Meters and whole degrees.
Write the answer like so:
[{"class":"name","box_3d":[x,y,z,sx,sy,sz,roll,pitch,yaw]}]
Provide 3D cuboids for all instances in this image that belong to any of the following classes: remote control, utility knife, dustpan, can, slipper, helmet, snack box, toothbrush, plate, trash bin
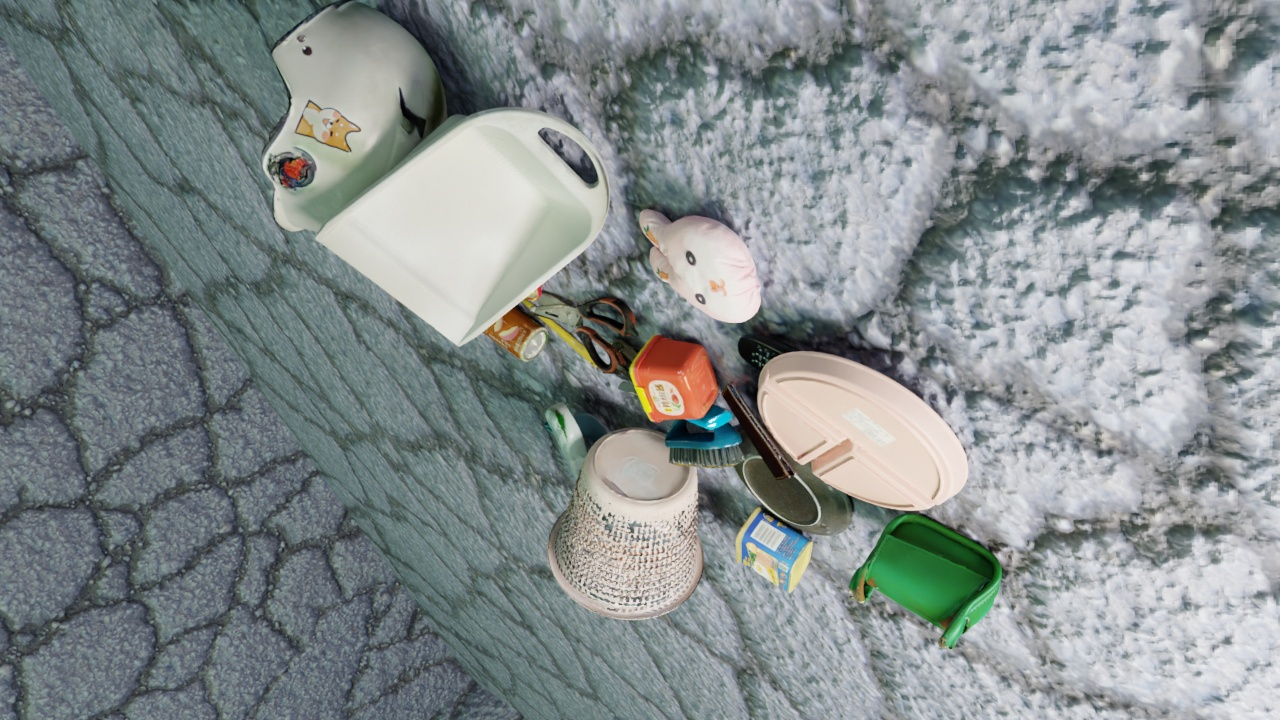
[{"class":"remote control","box_3d":[0.163,0.009,0.952,0.136,0.024,0.053,30,149,22]},{"class":"utility knife","box_3d":[0.033,0.050,1.154,0.216,0.034,0.018,18,137,53]},{"class":"dustpan","box_3d":[-0.167,-0.150,0.988,0.222,0.257,0.143,41,176,-37]},{"class":"can","box_3d":[-0.203,-0.058,1.314,0.147,0.057,0.058,34,149,21]},{"class":"slipper","box_3d":[-0.082,0.120,1.353,0.104,0.074,0.246,60,173,23]},{"class":"helmet","box_3d":[-0.307,-0.258,1.047,0.157,0.229,0.275,18,113,4]},{"class":"snack box","box_3d":[0.043,0.022,1.078,0.080,0.081,0.091,3,132,34]},{"class":"toothbrush","box_3d":[-0.130,-0.052,1.269,0.190,0.016,0.016,39,151,12]},{"class":"plate","box_3d":[0.175,0.153,1.117,0.179,0.024,0.180,32,148,23]},{"class":"trash bin","box_3d":[-0.010,0.208,1.262,0.227,0.226,0.193,32,136,25]},{"class":"can","box_3d":[0.174,0.249,1.198,0.083,0.057,0.102,30,154,23]},{"class":"plate","box_3d":[0.216,0.079,0.932,0.229,0.028,0.230,30,153,16]}]

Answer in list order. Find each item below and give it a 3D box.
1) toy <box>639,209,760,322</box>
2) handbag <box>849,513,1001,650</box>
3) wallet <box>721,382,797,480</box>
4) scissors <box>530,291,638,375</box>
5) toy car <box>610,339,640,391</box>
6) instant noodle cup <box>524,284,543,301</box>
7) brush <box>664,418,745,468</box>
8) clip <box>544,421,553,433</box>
[{"class":"toy","box_3d":[0.056,-0.099,0.934,0.159,0.054,0.121,28,147,44]},{"class":"handbag","box_3d":[0.297,0.231,0.957,0.131,0.120,0.068,29,141,33]},{"class":"wallet","box_3d":[0.131,0.080,1.030,0.122,0.020,0.096,56,176,7]},{"class":"scissors","box_3d":[-0.078,-0.042,1.183,0.203,0.015,0.204,-39,71,48]},{"class":"toy car","box_3d":[-0.007,0.007,1.161,0.090,0.035,0.042,41,149,33]},{"class":"instant noodle cup","box_3d":[-0.205,-0.111,1.183,0.116,0.123,0.116,30,147,28]},{"class":"brush","box_3d":[0.076,0.097,1.144,0.144,0.055,0.073,-6,95,64]},{"class":"clip","box_3d":[-0.134,0.111,1.480,0.055,0.013,0.038,15,138,44]}]
